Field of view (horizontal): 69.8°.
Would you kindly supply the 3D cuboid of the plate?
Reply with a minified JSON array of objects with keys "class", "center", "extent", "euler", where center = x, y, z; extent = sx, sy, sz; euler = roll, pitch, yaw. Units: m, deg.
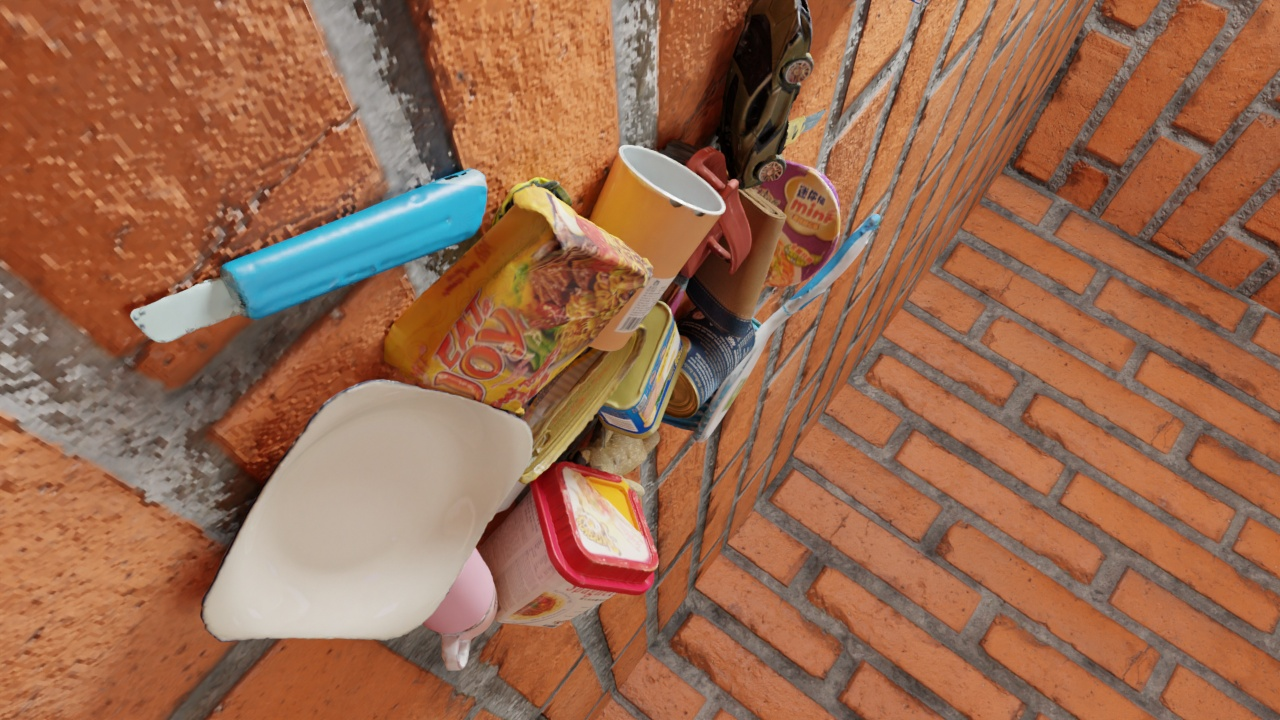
[{"class":"plate","center":[-0.149,0.082,0.512],"extent":[0.164,0.034,0.164],"euler":[25,100,-54]}]

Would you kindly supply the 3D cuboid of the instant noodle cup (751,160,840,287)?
[{"class":"instant noodle cup","center":[0.134,-0.133,0.843],"extent":[0.112,0.111,0.099],"euler":[-64,171,26]}]

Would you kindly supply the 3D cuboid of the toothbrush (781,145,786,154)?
[{"class":"toothbrush","center":[0.129,-0.204,0.834],"extent":[0.014,0.017,0.189],"euler":[-60,163,-6]}]

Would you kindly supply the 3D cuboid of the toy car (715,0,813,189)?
[{"class":"toy car","center":[0.085,-0.192,0.650],"extent":[0.042,0.070,0.158],"euler":[-7,144,-14]}]

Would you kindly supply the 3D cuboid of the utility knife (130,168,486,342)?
[{"class":"utility knife","center":[-0.132,-0.046,0.398],"extent":[0.181,0.018,0.034],"euler":[-35,139,-47]}]

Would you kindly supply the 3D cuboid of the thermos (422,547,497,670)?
[{"class":"thermos","center":[-0.147,0.168,0.669],"extent":[0.199,0.067,0.087],"euler":[91,-1,-62]}]

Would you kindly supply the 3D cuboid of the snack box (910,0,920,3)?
[{"class":"snack box","center":[0.186,-0.318,0.698],"extent":[0.207,0.057,0.058],"euler":[-28,152,-58]}]

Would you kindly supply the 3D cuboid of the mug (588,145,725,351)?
[{"class":"mug","center":[-0.007,-0.070,0.612],"extent":[0.123,0.078,0.078],"euler":[-59,164,26]}]

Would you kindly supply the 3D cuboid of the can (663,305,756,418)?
[{"class":"can","center":[0.056,-0.005,0.907],"extent":[0.110,0.075,0.075],"euler":[-44,160,-34]}]

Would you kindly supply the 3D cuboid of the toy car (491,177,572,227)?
[{"class":"toy car","center":[-0.058,-0.068,0.541],"extent":[0.048,0.032,0.105],"euler":[-43,150,-12]}]

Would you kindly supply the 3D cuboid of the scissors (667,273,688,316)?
[{"class":"scissors","center":[0.043,-0.069,0.858],"extent":[0.134,0.017,0.133],"euler":[-58,159,10]}]

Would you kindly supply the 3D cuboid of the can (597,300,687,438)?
[{"class":"can","center":[-0.005,0.004,0.763],"extent":[0.083,0.057,0.102],"euler":[64,46,-68]}]

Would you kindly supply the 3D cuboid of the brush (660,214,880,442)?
[{"class":"brush","center":[0.124,-0.041,0.972],"extent":[0.315,0.109,0.060],"euler":[-61,160,19]}]

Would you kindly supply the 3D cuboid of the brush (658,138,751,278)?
[{"class":"brush","center":[0.049,-0.112,0.690],"extent":[0.063,0.069,0.146],"euler":[-54,164,-9]}]

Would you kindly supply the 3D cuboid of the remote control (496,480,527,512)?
[{"class":"remote control","center":[-0.087,0.069,0.740],"extent":[0.124,0.024,0.049],"euler":[-53,164,-10]}]

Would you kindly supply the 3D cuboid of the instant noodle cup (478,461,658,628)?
[{"class":"instant noodle cup","center":[-0.068,0.165,0.789],"extent":[0.124,0.116,0.116],"euler":[-41,139,26]}]

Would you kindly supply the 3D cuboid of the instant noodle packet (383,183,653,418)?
[{"class":"instant noodle packet","center":[-0.066,-0.026,0.509],"extent":[0.128,0.044,0.110],"euler":[-45,144,14]}]

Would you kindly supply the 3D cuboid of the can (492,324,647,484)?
[{"class":"can","center":[-0.058,0.019,0.677],"extent":[0.148,0.049,0.075],"euler":[-51,163,-16]}]

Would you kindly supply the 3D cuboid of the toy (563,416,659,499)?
[{"class":"toy","center":[-0.025,0.087,0.902],"extent":[0.156,0.066,0.105],"euler":[-39,125,-55]}]

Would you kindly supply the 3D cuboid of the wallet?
[{"class":"wallet","center":[0.079,-0.089,0.787],"extent":[0.033,0.090,0.115],"euler":[-1,122,-27]}]

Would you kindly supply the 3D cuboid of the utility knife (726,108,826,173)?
[{"class":"utility knife","center":[0.109,-0.190,0.791],"extent":[0.182,0.019,0.031],"euler":[-38,160,-42]}]
